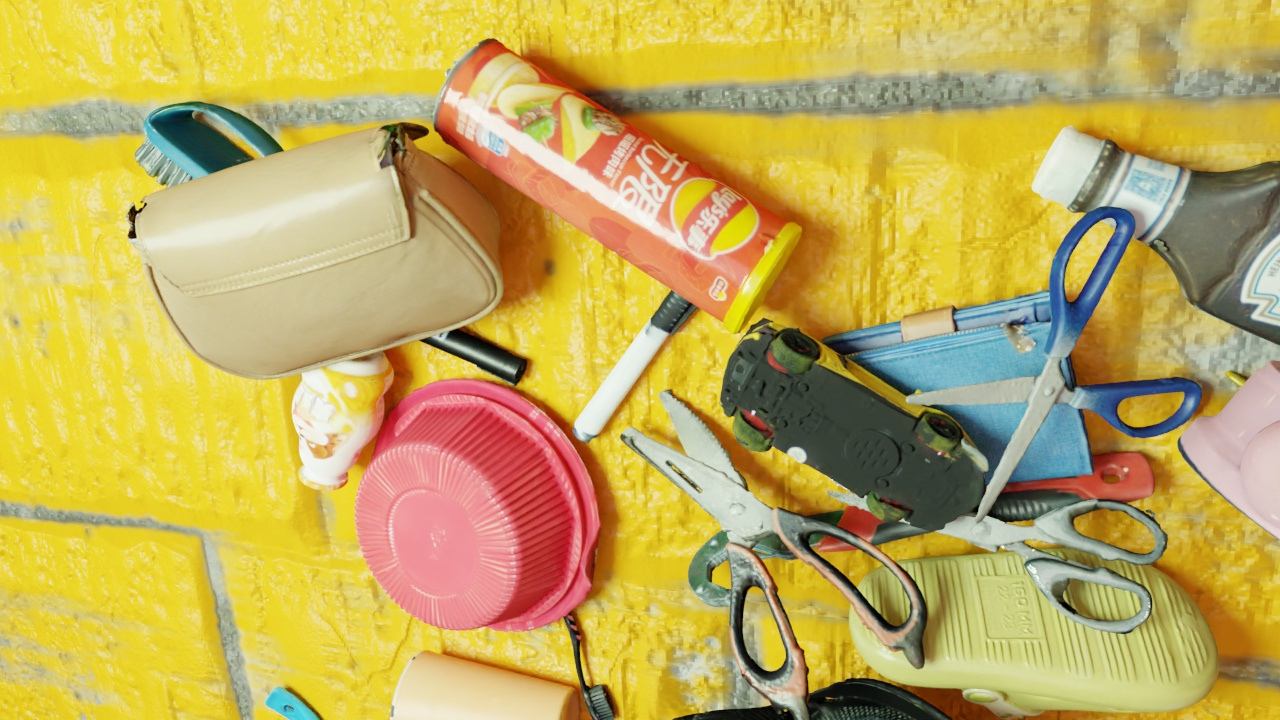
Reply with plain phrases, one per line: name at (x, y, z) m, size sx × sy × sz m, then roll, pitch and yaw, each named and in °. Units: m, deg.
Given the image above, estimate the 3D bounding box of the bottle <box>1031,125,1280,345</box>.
bottle at (0.292, -0.061, 0.448) m, size 0.195 × 0.043 × 0.080 m, roll 27°, pitch 122°, yaw 12°

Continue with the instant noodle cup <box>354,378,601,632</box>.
instant noodle cup at (-0.125, 0.112, 0.631) m, size 0.194 × 0.065 × 0.194 m, roll 6°, pitch 106°, yaw 22°

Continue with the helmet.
helmet at (0.124, 0.318, 0.524) m, size 0.230 × 0.233 × 0.275 m, roll 29°, pitch 111°, yaw -39°

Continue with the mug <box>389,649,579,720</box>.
mug at (-0.111, 0.262, 0.676) m, size 0.123 × 0.078 × 0.078 m, roll 4°, pitch 107°, yaw 15°

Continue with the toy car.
toy car at (0.115, 0.037, 0.508) m, size 0.156 × 0.041 × 0.071 m, roll 30°, pitch 125°, yaw 12°

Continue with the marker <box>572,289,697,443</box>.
marker at (-0.004, 0.003, 0.589) m, size 0.022 × 0.018 × 0.131 m, roll 34°, pitch 114°, yaw -3°

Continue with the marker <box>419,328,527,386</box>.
marker at (-0.139, -0.017, 0.632) m, size 0.132 × 0.020 × 0.022 m, roll 23°, pitch 141°, yaw 11°

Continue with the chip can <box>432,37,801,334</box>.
chip can at (-0.014, -0.103, 0.532) m, size 0.216 × 0.073 × 0.073 m, roll 35°, pitch 114°, yaw 8°

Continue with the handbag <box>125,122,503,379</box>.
handbag at (-0.192, -0.069, 0.561) m, size 0.204 × 0.099 × 0.148 m, roll -15°, pitch 145°, yaw 5°

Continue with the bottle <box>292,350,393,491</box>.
bottle at (-0.215, 0.039, 0.650) m, size 0.063 × 0.063 × 0.108 m, roll 25°, pitch 112°, yaw 12°

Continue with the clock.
clock at (0.318, 0.056, 0.411) m, size 0.117 × 0.158 × 0.060 m, roll 30°, pitch 116°, yaw 8°

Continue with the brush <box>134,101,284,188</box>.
brush at (-0.278, -0.129, 0.628) m, size 0.144 × 0.055 × 0.074 m, roll 38°, pitch 115°, yaw 6°

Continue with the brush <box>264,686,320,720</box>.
brush at (-0.223, 0.371, 0.771) m, size 0.254 × 0.045 × 0.083 m, roll 44°, pitch 119°, yaw 7°

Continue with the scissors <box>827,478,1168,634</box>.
scissors at (0.189, 0.103, 0.505) m, size 0.175 × 0.014 × 0.136 m, roll -22°, pitch 75°, yaw 17°

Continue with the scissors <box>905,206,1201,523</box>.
scissors at (0.211, 0.005, 0.458) m, size 0.172 × 0.012 × 0.162 m, roll -2°, pitch 108°, yaw -14°

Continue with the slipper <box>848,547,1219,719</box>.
slipper at (0.218, 0.160, 0.529) m, size 0.191 × 0.091 × 0.082 m, roll 0°, pitch 140°, yaw 14°

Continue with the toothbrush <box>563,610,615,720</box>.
toothbrush at (-0.052, 0.180, 0.662) m, size 0.018 × 0.014 × 0.189 m, roll -15°, pitch 99°, yaw 7°

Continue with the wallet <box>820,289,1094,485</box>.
wallet at (0.174, 0.023, 0.518) m, size 0.133 × 0.040 × 0.106 m, roll -13°, pitch 104°, yaw 29°

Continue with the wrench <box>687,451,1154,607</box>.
wrench at (0.155, 0.096, 0.546) m, size 0.274 × 0.056 × 0.016 m, roll -18°, pitch 132°, yaw 20°

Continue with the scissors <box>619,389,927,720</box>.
scissors at (0.066, 0.110, 0.540) m, size 0.196 × 0.015 × 0.215 m, roll -2°, pitch 70°, yaw 20°
